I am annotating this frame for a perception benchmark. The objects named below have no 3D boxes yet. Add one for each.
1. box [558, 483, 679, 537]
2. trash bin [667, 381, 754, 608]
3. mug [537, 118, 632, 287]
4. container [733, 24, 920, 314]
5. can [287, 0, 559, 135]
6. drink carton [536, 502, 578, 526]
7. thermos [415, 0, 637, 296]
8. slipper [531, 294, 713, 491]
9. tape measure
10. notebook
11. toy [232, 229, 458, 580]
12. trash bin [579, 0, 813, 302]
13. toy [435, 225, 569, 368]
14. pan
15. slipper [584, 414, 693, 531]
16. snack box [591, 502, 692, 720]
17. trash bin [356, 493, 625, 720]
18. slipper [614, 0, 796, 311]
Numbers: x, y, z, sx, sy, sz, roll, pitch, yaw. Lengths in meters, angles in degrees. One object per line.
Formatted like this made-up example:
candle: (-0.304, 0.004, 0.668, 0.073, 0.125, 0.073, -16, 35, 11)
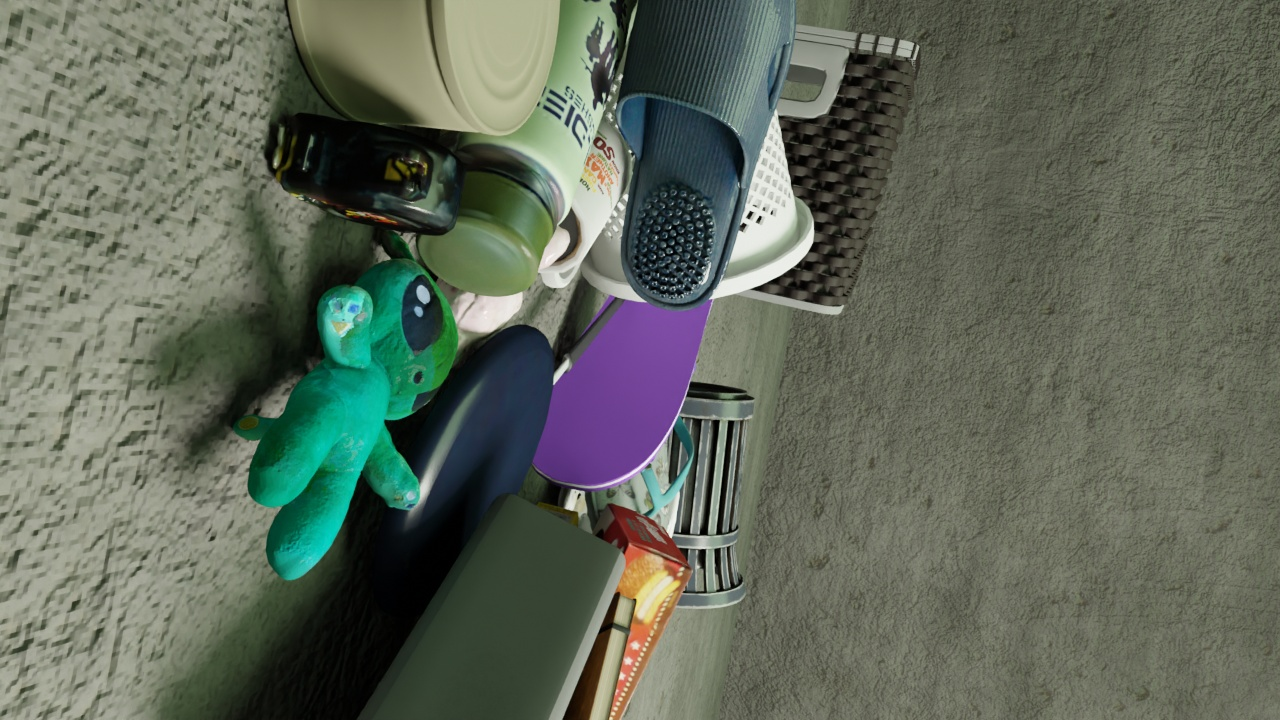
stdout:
box: (-0.029, 0.135, 0.877, 0.137, 0.128, 0.108, 98, 10, -48)
trash bin: (0.048, 0.141, 1.038, 0.164, 0.164, 0.227, -9, 105, -75)
mug: (-0.054, -0.103, 0.629, 0.089, 0.073, 0.105, -64, 159, -46)
container: (0.131, -0.202, 0.938, 0.245, 0.247, 0.244, -35, 137, -70)
can: (-0.094, -0.172, 0.427, 0.127, 0.073, 0.128, 11, 89, -76)
drink carton: (-0.091, 0.180, 0.749, 0.134, 0.043, 0.059, -54, 152, -58)
thermos: (-0.064, -0.144, 0.530, 0.082, 0.082, 0.230, 79, 22, -55)
slipper: (-0.005, 0.005, 0.809, 0.084, 0.107, 0.265, 97, 16, -65)
tape measure: (-0.116, -0.083, 0.417, 0.072, 0.071, 0.042, 38, 60, -80)
notebook: (-0.078, 0.266, 0.665, 0.250, 0.014, 0.178, -44, -155, 52)
toy: (-0.134, 0.010, 0.431, 0.192, 0.072, 0.131, -75, 170, -53)
trash bin: (0.029, -0.180, 0.711, 0.194, 0.196, 0.200, -61, 147, -51)
toy: (-0.090, -0.045, 0.551, 0.109, 0.047, 0.064, -43, -172, -15)
pan: (-0.074, 0.032, 0.644, 0.355, 0.021, 0.199, -54, 164, -51)
slipper: (0.005, 0.065, 0.861, 0.098, 0.055, 0.268, 29, 52, -31)
snack box: (-0.044, 0.243, 0.744, 0.236, 0.060, 0.113, -64, -167, 2)
trash bin: (-0.107, 0.216, 0.508, 0.192, 0.097, 0.219, -63, 179, 38)
slipper: (0.033, -0.149, 0.578, 0.082, 0.101, 0.264, -52, 153, -64)
